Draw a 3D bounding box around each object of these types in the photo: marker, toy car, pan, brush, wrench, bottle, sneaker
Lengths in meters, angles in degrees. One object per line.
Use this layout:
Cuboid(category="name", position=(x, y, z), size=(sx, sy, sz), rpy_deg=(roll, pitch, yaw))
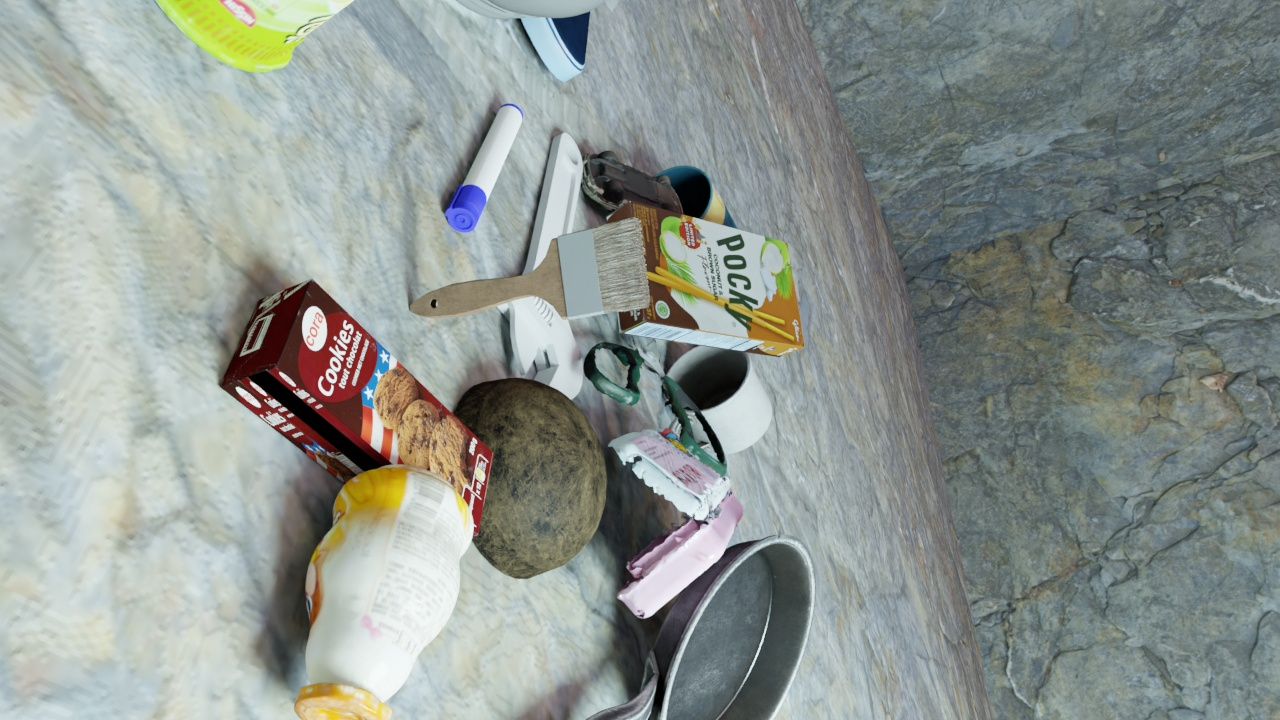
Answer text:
Cuboid(category="marker", position=(-0.104, -0.134, 0.622), size=(0.020, 0.020, 0.141), rpy_deg=(57, 27, -34))
Cuboid(category="toy car", position=(-0.008, -0.146, 0.812), size=(0.112, 0.041, 0.048), rpy_deg=(16, 51, -36))
Cuboid(category="pan", position=(0.017, 0.212, 0.582), size=(0.356, 0.055, 0.187), rpy_deg=(-1, 105, -51))
Cuboid(category="brush", position=(-0.063, -0.040, 0.484), size=(0.008, 0.143, 0.045), rpy_deg=(-1, 84, -66))
Cuboid(category="wrench", position=(-0.061, -0.079, 0.688), size=(0.087, 0.018, 0.272), rpy_deg=(55, 27, -38))
Cuboid(category="bottle", position=(-0.109, 0.098, 0.385), size=(0.063, 0.063, 0.108), rpy_deg=(56, 28, -37))
Cuboid(category="sneaker", position=(-0.058, -0.358, 0.783), size=(0.083, 0.098, 0.241), rpy_deg=(32, 45, -58))

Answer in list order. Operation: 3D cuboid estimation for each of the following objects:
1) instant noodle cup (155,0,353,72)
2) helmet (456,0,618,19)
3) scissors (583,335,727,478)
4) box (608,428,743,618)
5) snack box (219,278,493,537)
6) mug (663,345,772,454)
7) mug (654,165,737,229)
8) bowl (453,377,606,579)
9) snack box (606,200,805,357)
Cuboid(category="instant noodle cup", position=(-0.159, -0.200, 0.420), size=(0.099, 0.108, 0.098), rpy_deg=(46, 35, -46))
Cuboid(category="helmet", position=(-0.087, -0.303, 0.660), size=(0.183, 0.118, 0.270), rpy_deg=(43, 16, 24))
Cuboid(category="scissors", position=(-0.008, 0.001, 0.705), size=(0.146, 0.015, 0.209), rpy_deg=(30, 19, -31))
Cuboid(category="box", position=(0.014, 0.098, 0.644), size=(0.102, 0.087, 0.201), rpy_deg=(51, 7, 8))
Cuboid(category="snack box", position=(-0.126, 0.030, 0.434), size=(0.141, 0.032, 0.050), rpy_deg=(53, 30, -41))
Cuboid(category="mug", position=(0.064, 0.045, 0.828), size=(0.113, 0.084, 0.070), rpy_deg=(-56, 135, -25))
Cuboid(category="mug", position=(0.060, -0.117, 0.891), size=(0.113, 0.083, 0.107), rpy_deg=(40, -6, 38))
Cuboid(category="bowl", position=(-0.055, 0.064, 0.546), size=(0.121, 0.056, 0.121), rpy_deg=(48, 33, -47))
Cuboid(category="snack box", position=(0.059, -0.064, 0.776), size=(0.185, 0.032, 0.101), rpy_deg=(7, 69, -39))
